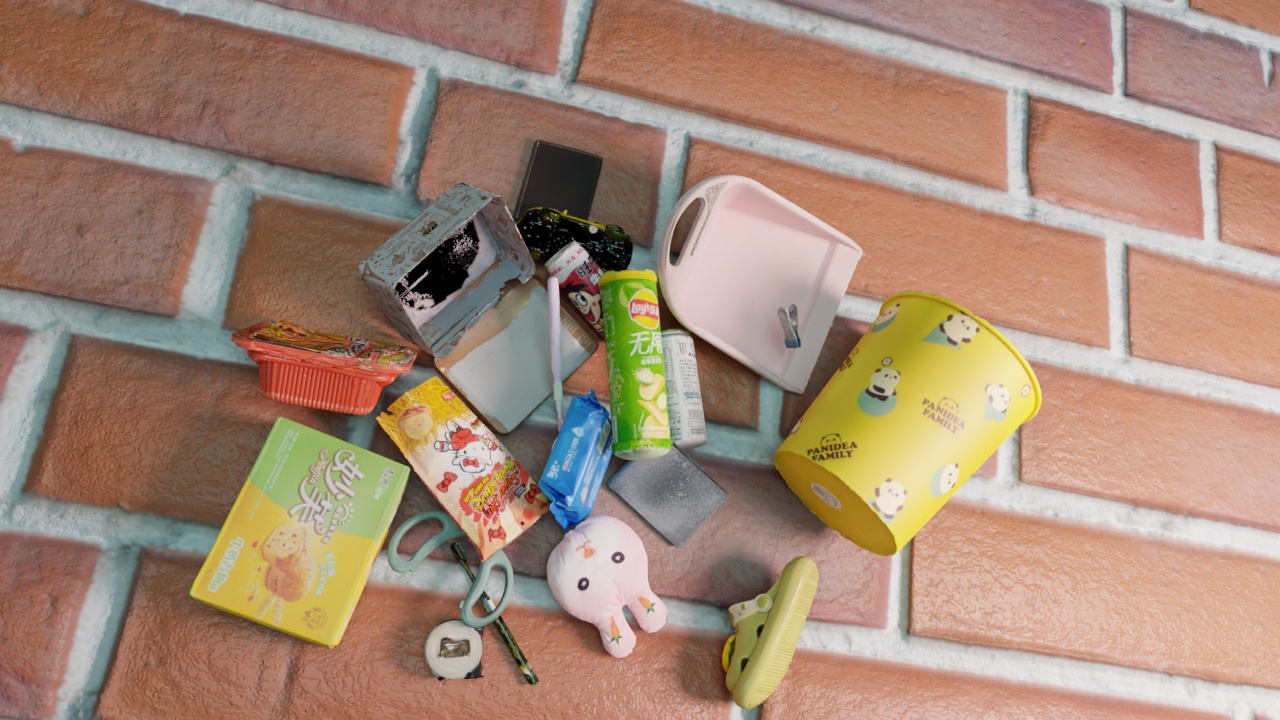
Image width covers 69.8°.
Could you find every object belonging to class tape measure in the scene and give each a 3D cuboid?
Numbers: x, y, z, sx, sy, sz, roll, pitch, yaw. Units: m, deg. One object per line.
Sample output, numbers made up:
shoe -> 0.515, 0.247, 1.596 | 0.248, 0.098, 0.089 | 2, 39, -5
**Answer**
tape measure -> -0.207, 0.322, 1.023 | 0.066, 0.034, 0.065 | 2, 72, -13

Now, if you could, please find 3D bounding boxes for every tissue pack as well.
tissue pack -> -0.074, 0.118, 1.082 | 0.052, 0.095, 0.157 | 13, 69, 16

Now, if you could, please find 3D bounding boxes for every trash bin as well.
trash bin -> 0.315, 0.084, 1.126 | 0.229, 0.230, 0.255 | 44, 75, 1

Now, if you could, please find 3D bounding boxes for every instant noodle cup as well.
instant noodle cup -> -0.352, 0.007, 1.025 | 0.188, 0.164, 0.079 | 12, 95, -10

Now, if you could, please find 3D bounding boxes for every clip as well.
clip -> 0.191, -0.043, 1.172 | 0.029, 0.025, 0.057 | -14, 101, -32

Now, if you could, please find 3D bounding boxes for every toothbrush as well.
toothbrush -> -0.167, 0.289, 1.050 | 0.012, 0.017, 0.186 | -27, 81, -36
toothbrush -> -0.098, -0.007, 1.107 | 0.021, 0.029, 0.189 | -2, 101, 8

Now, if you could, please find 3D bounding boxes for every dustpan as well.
dustpan -> 0.148, -0.103, 1.156 | 0.273, 0.139, 0.222 | 21, 84, -3

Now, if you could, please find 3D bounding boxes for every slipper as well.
slipper -> 0.147, 0.316, 1.093 | 0.082, 0.091, 0.190 | 19, 77, 35

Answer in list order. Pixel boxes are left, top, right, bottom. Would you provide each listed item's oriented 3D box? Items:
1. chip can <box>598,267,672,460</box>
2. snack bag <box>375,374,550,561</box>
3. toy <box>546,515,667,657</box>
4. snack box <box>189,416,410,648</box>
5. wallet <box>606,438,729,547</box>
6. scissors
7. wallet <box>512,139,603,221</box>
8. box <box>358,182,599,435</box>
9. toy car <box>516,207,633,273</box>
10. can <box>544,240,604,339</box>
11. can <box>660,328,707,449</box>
chip can -> -0.006, 0.006, 1.079 | 0.072, 0.073, 0.221 | -2, 78, -14
snack bag -> -0.202, 0.120, 1.059 | 0.208, 0.073, 0.128 | 48, 38, 5
toy -> -0.036, 0.263, 1.074 | 0.121, 0.054, 0.159 | -36, 93, -20
snack box -> -0.365, 0.187, 1.004 | 0.157, 0.070, 0.209 | 22, 71, -6
wallet -> 0.033, 0.157, 1.112 | 0.121, 0.019, 0.097 | 43, 106, 1
scissors -> -0.190, 0.227, 1.043 | 0.172, 0.019, 0.179 | -22, 73, -35
wallet -> -0.108, -0.227, 1.214 | 0.096, 0.020, 0.122 | 14, 72, -5
box -> -0.191, -0.061, 1.107 | 0.178, 0.124, 0.274 | -45, 116, -21
toy car -> -0.084, -0.152, 1.175 | 0.155, 0.041, 0.071 | 15, 108, -12
can -> -0.059, -0.084, 1.147 | 0.053, 0.053, 0.133 | -45, 105, -21
can -> 0.046, 0.037, 1.153 | 0.058, 0.058, 0.146 | -4, 75, -15
